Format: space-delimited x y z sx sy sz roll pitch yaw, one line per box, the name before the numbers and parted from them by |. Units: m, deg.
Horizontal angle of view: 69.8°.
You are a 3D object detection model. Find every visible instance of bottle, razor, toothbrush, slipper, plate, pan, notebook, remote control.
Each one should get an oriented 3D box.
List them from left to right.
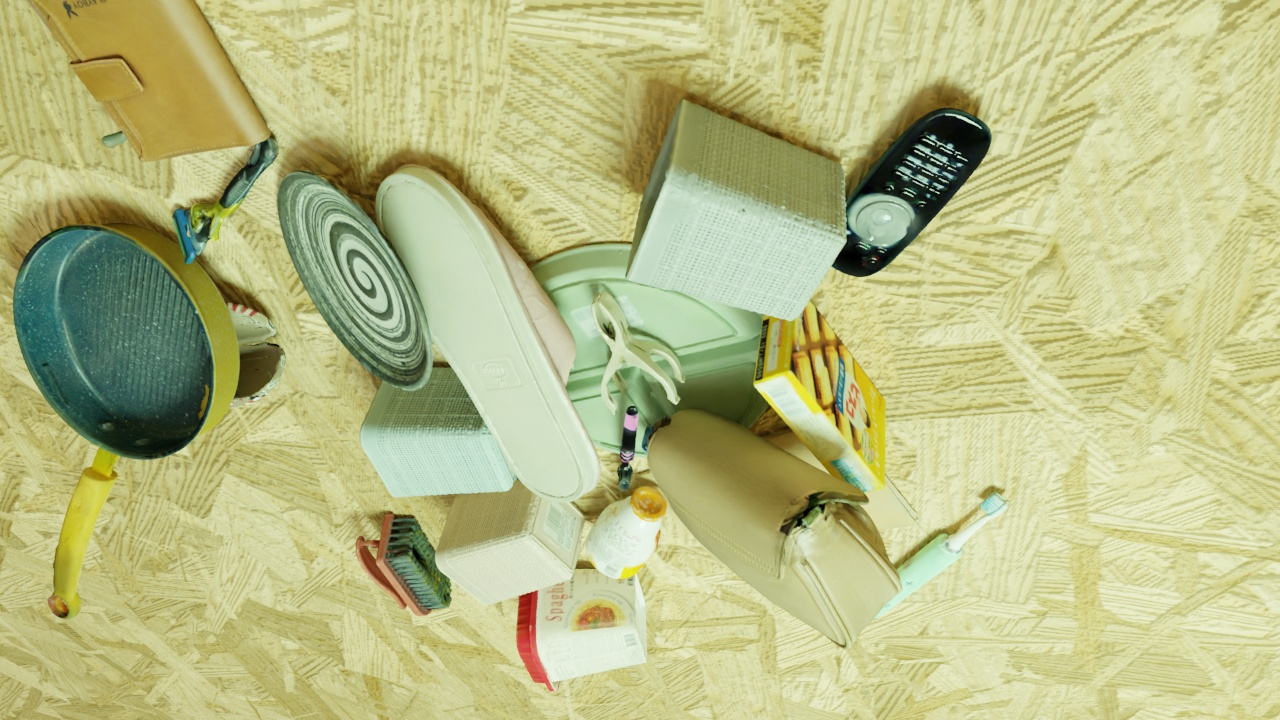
pan | -0.448 0.059 0.767 0.198 0.078 0.358 22 113 11
razor | -0.305 -0.124 0.682 0.143 0.022 0.042 -31 78 34
plate | -0.205 -0.059 0.678 0.179 0.024 0.180 30 139 30
slipper | -0.103 -0.019 0.675 0.114 0.054 0.274 -16 106 42
toothbrush | -0.010 0.075 0.755 0.014 0.017 0.189 3 156 -2
bottle | -0.010 0.161 0.868 0.063 0.063 0.109 22 137 -8
plate | -0.004 0.004 0.729 0.230 0.027 0.231 7 137 7
notebook | 0.120 0.124 0.833 0.212 0.012 0.149 -21 126 32
remote control | 0.162 -0.104 0.571 0.053 0.024 0.137 23 138 -11
toothbrush | 0.267 0.184 0.844 0.027 0.026 0.225 38 137 7

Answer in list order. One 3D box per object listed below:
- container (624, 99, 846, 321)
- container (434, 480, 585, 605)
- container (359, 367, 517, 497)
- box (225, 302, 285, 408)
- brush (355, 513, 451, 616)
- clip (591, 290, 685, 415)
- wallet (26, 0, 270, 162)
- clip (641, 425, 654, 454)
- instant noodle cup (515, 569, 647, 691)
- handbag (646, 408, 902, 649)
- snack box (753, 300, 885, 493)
container | 0.061 -0.088 0.570 0.114 0.090 0.090 17 138 -7
container | -0.122 0.174 0.897 0.111 0.090 0.090 -20 127 28
container | -0.163 0.060 0.788 0.111 0.090 0.090 -2 135 13
box | -0.388 -0.004 0.788 0.162 0.075 0.085 -6 139 23
brush | -0.261 0.235 1.017 0.069 0.063 0.146 -8 136 7
clip | 0.000 -0.002 0.677 0.098 0.035 0.100 14 130 8
wallet | -0.327 -0.196 0.607 0.119 0.035 0.131 -8 133 14
clip | 0.016 0.078 0.765 0.028 0.024 0.057 -10 139 29
instant noodle cup | -0.059 0.279 0.980 0.124 0.116 0.117 -6 135 6
handbag | 0.096 0.114 0.683 0.205 0.099 0.148 29 158 47
snack box | 0.134 0.025 0.668 0.034 0.086 0.140 -19 127 32
